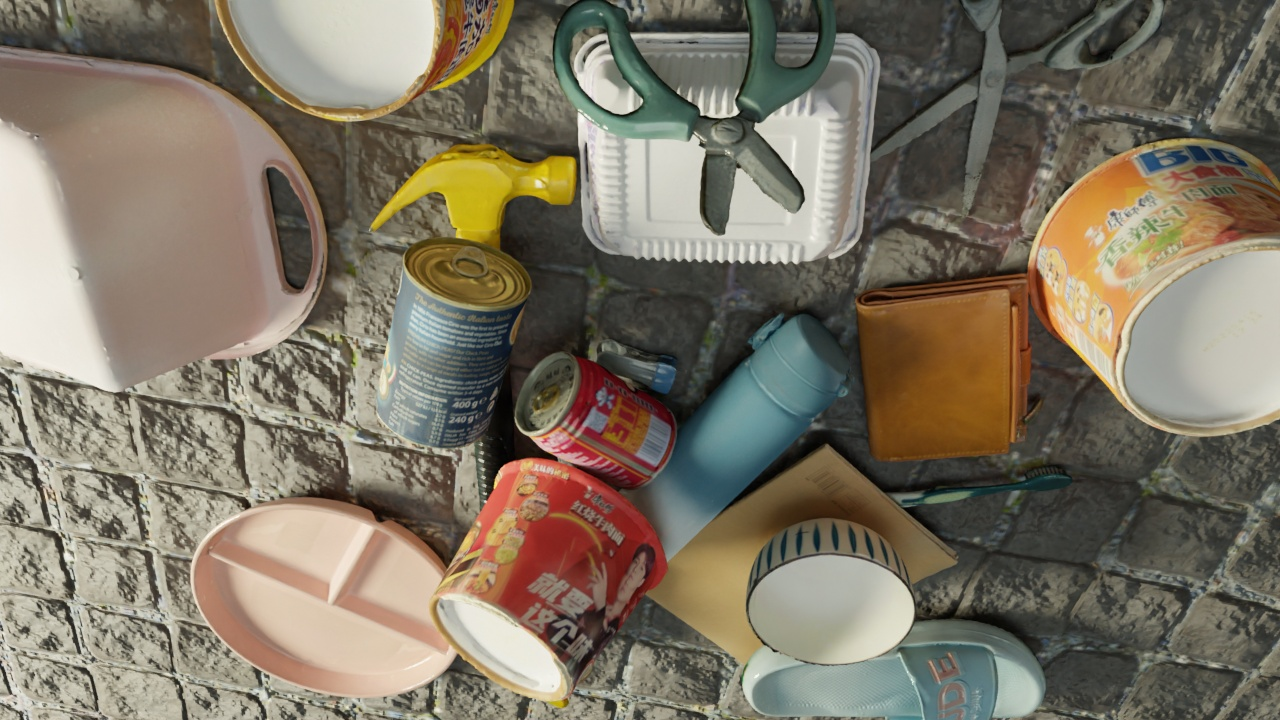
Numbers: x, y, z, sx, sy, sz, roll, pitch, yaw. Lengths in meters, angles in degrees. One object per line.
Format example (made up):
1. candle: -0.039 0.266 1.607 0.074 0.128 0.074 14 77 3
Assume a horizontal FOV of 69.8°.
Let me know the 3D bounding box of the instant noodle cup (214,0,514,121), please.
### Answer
1. instant noodle cup: -0.141 -0.191 0.468 0.138 0.109 0.138 2 124 4

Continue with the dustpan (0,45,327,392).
1. dustpan: -0.354 -0.094 0.610 0.274 0.138 0.223 23 127 24

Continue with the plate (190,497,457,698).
1. plate: -0.260 0.202 0.776 0.229 0.028 0.230 2 123 3

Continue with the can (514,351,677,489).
1. can: -0.030 0.040 0.614 0.067 0.066 0.093 -38 131 25

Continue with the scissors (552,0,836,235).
1. scissors: 0.047 -0.151 0.471 0.178 0.019 0.172 -39 71 -9

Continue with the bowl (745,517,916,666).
1. bowl: 0.134 0.157 0.659 0.116 0.066 0.117 4 125 5

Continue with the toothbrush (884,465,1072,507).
1. toothbrush: 0.213 0.097 0.673 0.192 0.018 0.016 -9 122 14

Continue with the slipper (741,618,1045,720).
1. slipper: 0.205 0.265 0.734 0.245 0.074 0.104 -1 126 -1

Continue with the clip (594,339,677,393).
1. clip: -0.004 0.003 0.632 0.058 0.038 0.026 16 124 -6

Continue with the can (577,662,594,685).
1. can: -0.060 0.207 0.741 0.058 0.058 0.116 10 122 -1

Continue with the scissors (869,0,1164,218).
1. scissors: 0.195 -0.163 0.511 0.181 0.014 0.159 -26 117 21

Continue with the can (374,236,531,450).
1. can: -0.117 -0.009 0.562 0.075 0.075 0.111 18 122 -6

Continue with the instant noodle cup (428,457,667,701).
1. instant noodle cup: -0.065 0.150 0.612 0.138 0.108 0.138 20 138 18

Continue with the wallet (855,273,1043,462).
1. wallet: 0.207 0.009 0.604 0.119 0.035 0.131 -8 123 10

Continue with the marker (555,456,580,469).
1. marker: -0.052 0.093 0.696 0.018 0.015 0.124 -4 119 7

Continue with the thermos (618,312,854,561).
1. thermos: 0.055 0.059 0.636 0.070 0.070 0.221 32 119 -14

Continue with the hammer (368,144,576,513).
1. hammer: -0.106 -0.001 0.630 0.129 0.032 0.301 3 122 4

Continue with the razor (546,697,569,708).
1. razor: -0.097 0.224 0.725 0.028 0.132 0.043 -10 129 -36

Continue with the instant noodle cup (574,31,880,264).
1. instant noodle cup: 0.046 -0.112 0.527 0.173 0.060 0.138 3 122 7

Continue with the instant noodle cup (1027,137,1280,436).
1. instant noodle cup: 0.313 -0.036 0.521 0.151 0.111 0.152 3 122 4

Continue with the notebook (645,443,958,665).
1. notebook: 0.112 0.161 0.713 0.149 0.012 0.212 39 121 -19
